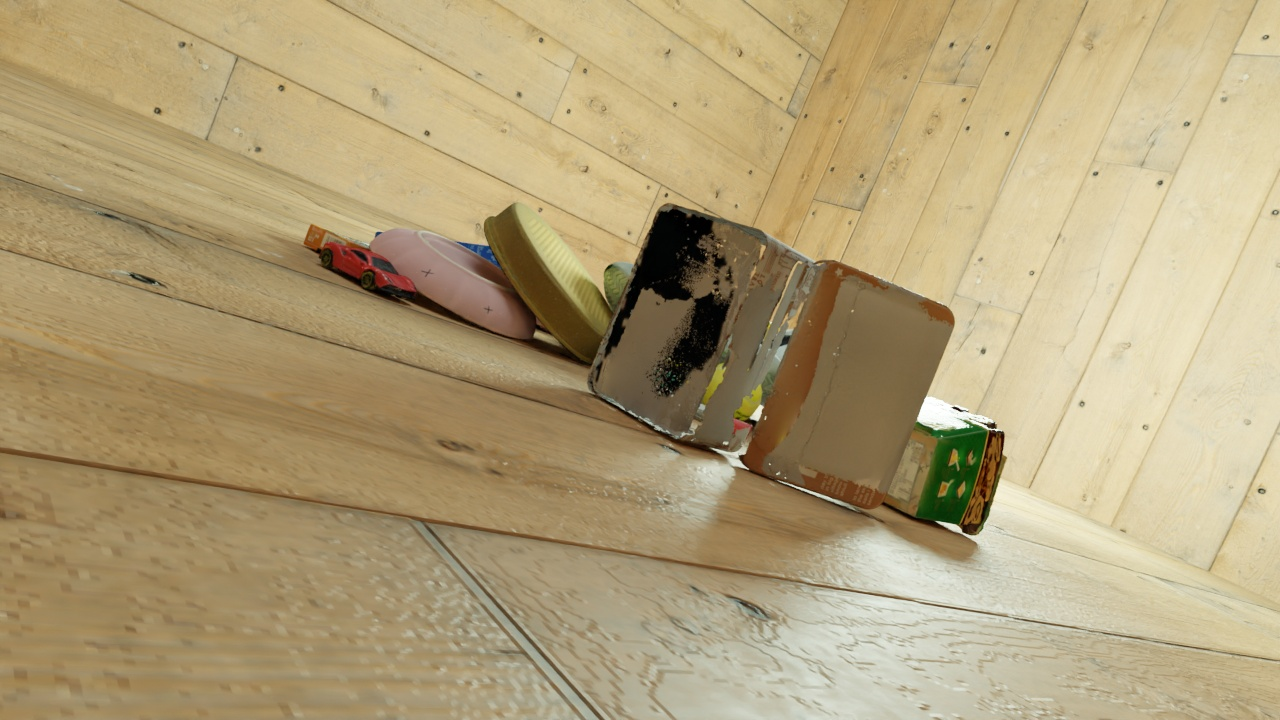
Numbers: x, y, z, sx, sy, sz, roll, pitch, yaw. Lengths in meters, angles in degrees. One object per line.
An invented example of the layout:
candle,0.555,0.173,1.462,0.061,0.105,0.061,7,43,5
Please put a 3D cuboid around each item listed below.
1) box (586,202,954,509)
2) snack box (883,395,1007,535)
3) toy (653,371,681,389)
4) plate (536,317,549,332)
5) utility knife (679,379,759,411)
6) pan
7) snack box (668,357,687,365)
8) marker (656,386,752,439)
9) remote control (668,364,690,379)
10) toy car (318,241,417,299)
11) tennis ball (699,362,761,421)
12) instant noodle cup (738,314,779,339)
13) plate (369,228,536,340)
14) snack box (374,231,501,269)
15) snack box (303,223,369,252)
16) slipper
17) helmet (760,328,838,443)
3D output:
box,0.101,-0.006,0.740,0.269,0.179,0.136,23,4,14
snack box,0.269,0.100,0.889,0.105,0.117,0.118,3,15,-42
toy,0.006,0.018,0.972,0.092,0.030,0.096,26,-5,-35
plate,-0.106,-0.054,1.247,0.229,0.028,0.229,23,5,-3
utility knife,0.084,0.043,1.138,0.223,0.015,0.033,19,14,-48
pan,-0.104,-0.093,1.079,0.197,0.078,0.357,53,10,-10
snack box,0.023,-0.024,1.141,0.140,0.034,0.086,21,14,2
marker,0.041,0.043,0.909,0.145,0.017,0.017,23,5,4
remote control,0.031,-0.004,1.233,0.049,0.024,0.125,53,-2,-25
toy car,-0.251,-0.084,0.853,0.106,0.031,0.049,28,8,31
tennis ball,0.095,0.034,0.970,0.065,0.065,0.065,23,5,-2
instant noodle cup,0.122,-0.010,1.255,0.116,0.124,0.116,21,5,-24
plate,-0.187,-0.089,0.958,0.192,0.039,0.192,31,9,-6
snack box,-0.234,-0.125,1.114,0.157,0.026,0.084,7,-7,3
snack box,-0.281,-0.107,0.999,0.075,0.026,0.153,25,5,35
slipper,0.061,-0.047,1.041,0.245,0.074,0.104,32,-25,15
helmet,0.236,0.034,1.108,0.259,0.146,0.229,28,5,15
